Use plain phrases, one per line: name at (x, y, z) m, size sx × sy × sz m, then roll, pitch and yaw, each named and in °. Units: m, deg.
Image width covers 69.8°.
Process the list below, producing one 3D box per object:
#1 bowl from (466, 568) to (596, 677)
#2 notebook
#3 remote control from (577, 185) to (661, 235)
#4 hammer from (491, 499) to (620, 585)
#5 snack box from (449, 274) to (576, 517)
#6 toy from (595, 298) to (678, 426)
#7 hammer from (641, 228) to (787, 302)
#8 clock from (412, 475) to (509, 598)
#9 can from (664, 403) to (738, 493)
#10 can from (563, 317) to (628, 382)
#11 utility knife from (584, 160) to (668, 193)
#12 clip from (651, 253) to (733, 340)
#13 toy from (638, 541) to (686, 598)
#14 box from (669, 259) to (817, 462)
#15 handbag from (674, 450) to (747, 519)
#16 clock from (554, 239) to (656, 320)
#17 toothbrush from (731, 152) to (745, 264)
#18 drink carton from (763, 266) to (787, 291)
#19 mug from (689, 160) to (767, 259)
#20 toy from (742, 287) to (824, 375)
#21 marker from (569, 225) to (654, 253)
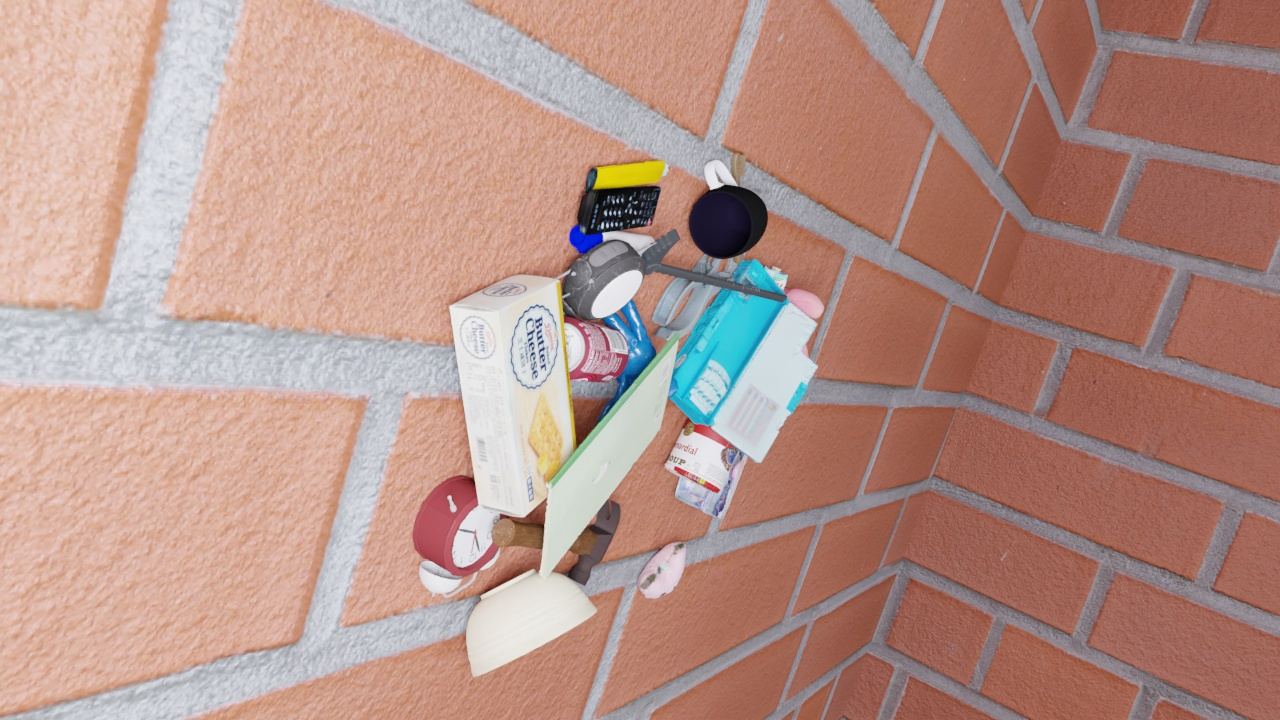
bowl at (-0.132, 0.280, 1.017) m, size 0.150 × 0.075 × 0.151 m, roll -27°, pitch 171°, yaw -5°
notebook at (-0.031, 0.101, 1.000) m, size 0.251 × 0.010 × 0.182 m, roll -49°, pitch 160°, yaw -38°
remote control at (-0.023, -0.162, 0.971) m, size 0.150 × 0.022 × 0.047 m, roll -22°, pitch 131°, yaw -61°
hammer at (-0.092, 0.203, 1.052) m, size 0.115 × 0.033 × 0.323 m, roll -64°, pitch 161°, yaw -5°
snack box at (-0.116, 0.031, 0.876) m, size 0.104 × 0.058 × 0.208 m, roll -37°, pitch 128°, yaw -55°
toy at (-0.006, 0.006, 1.079) m, size 0.112 × 0.071 × 0.177 m, roll -31°, pitch 135°, yaw -31°
hammer at (0.100, -0.100, 1.130) m, size 0.095 × 0.015 × 0.324 m, roll -38°, pitch 154°, yaw 30°
clock at (-0.179, 0.177, 0.927) m, size 0.096 × 0.048 × 0.138 m, roll -25°, pitch 128°, yaw -50°
can at (0.097, 0.117, 1.297) m, size 0.116 × 0.087 × 0.086 m, roll -63°, pitch 150°, yaw -9°
can at (-0.059, -0.010, 0.966) m, size 0.114 × 0.063 × 0.063 m, roll 8°, pitch 102°, yaw -69°
utility knife at (-0.011, -0.197, 0.982) m, size 0.162 × 0.017 × 0.031 m, roll -20°, pitch 144°, yaw -53°
clip at (0.068, -0.100, 1.165) m, size 0.162 × 0.028 × 0.108 m, roll -46°, pitch 146°, yaw -34°
toy at (0.031, 0.322, 1.367) m, size 0.098 × 0.053 × 0.096 m, roll -44°, pitch 155°, yaw -30°
box at (0.148, 0.001, 1.262) m, size 0.185 × 0.056 × 0.226 m, roll 41°, pitch 70°, yaw -18°
handbag at (0.126, 0.158, 1.395) m, size 0.158 × 0.069 × 0.126 m, roll -66°, pitch 152°, yaw -8°
clock at (-0.039, -0.079, 0.959) m, size 0.122 × 0.044 × 0.091 m, roll -28°, pitch 156°, yaw -32°
toothbrush at (0.130, -0.198, 1.213) m, size 0.016 × 0.016 × 0.167 m, roll -42°, pitch 142°, yaw -35°
drink carton at (0.174, -0.075, 1.337) m, size 0.038 × 0.044 × 0.129 m, roll -10°, pitch 121°, yaw -88°
mug at (0.112, -0.191, 1.137) m, size 0.100 × 0.085 × 0.119 m, roll -32°, pitch 106°, yaw -59°
toy at (0.208, -0.006, 1.387) m, size 0.142 × 0.084 × 0.213 m, roll -112°, pitch -144°, yaw -82°
marker at (-0.027, -0.127, 0.992) m, size 0.133 × 0.023 × 0.027 m, roll -4°, pitch 70°, yaw -57°
